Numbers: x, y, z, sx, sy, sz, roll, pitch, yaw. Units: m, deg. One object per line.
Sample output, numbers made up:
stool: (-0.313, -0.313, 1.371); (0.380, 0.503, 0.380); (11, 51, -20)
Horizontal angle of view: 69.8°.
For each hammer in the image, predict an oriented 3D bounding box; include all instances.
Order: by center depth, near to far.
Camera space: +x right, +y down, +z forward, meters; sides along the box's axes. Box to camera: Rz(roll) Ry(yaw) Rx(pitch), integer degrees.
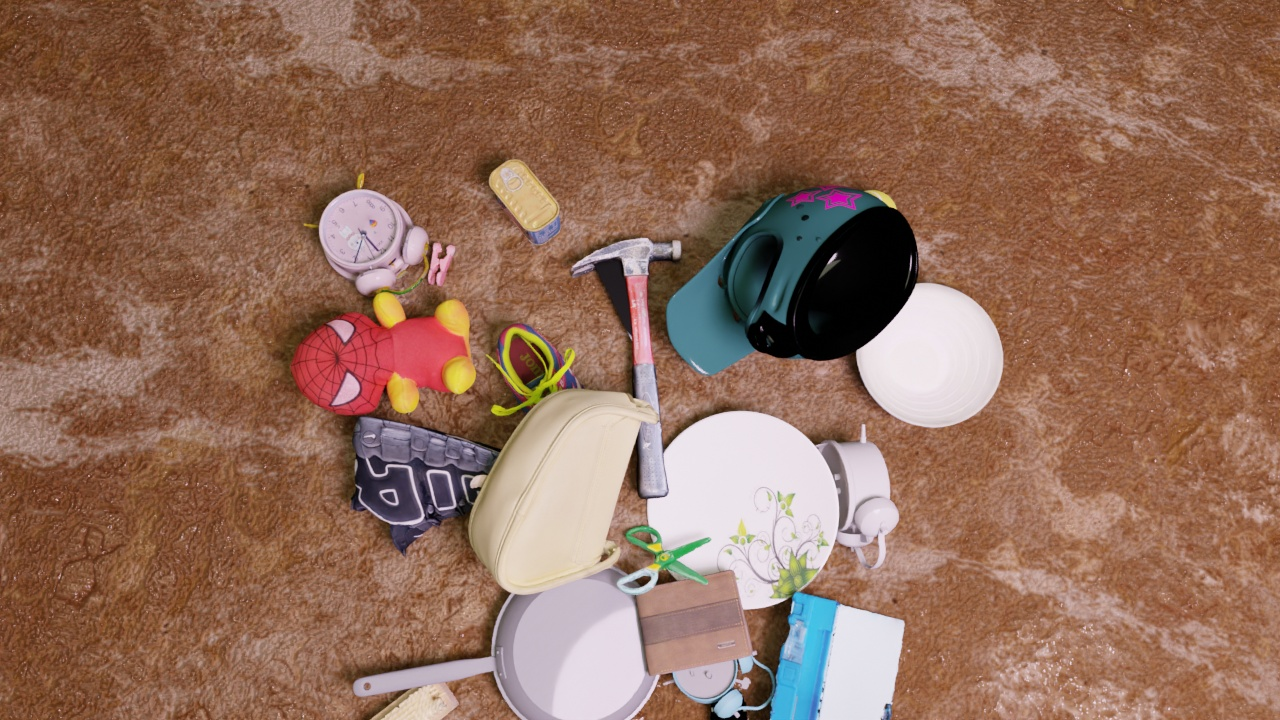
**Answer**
hammer: (-0.006, 0.007, 1.128); (0.140, 0.036, 0.325); (-4, 75, -2)

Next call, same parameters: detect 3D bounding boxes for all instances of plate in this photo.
plate: (0.121, 0.176, 1.089); (0.230, 0.030, 0.229); (-3, 81, 20)

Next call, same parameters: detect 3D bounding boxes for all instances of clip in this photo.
clip: (-0.260, -0.125, 1.171); (0.044, 0.023, 0.060); (31, 79, 11)

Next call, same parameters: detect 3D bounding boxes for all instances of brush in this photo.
brush: (-0.271, 0.412, 1.051); (0.117, 0.039, 0.049); (-36, 81, -11)

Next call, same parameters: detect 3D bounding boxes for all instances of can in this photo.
can: (-0.145, -0.200, 1.166); (0.054, 0.059, 0.100); (-38, 81, -7)

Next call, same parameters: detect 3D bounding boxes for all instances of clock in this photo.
clock: (0.093, 0.359, 1.046); (0.123, 0.042, 0.087); (12, 59, 17)
clock: (0.247, 0.162, 1.064); (0.061, 0.120, 0.159); (-5, 68, -10)
clock: (-0.334, -0.146, 1.155); (0.116, 0.059, 0.158); (-44, 82, -8)

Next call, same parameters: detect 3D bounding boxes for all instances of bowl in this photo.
bowl: (0.346, -0.002, 1.125); (0.176, 0.058, 0.176); (0, 78, 0)

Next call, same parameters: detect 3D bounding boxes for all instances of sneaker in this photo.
sneaker: (-0.233, 0.163, 1.079); (0.252, 0.097, 0.150); (16, 84, 4)
sneaker: (-0.104, 0.066, 1.095); (0.116, 0.091, 0.241); (-31, 81, -8)

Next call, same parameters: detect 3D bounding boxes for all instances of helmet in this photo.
helmet: (0.175, -0.091, 1.072); (0.274, 0.200, 0.176); (-40, 118, -23)

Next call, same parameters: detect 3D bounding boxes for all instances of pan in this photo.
pan: (-0.146, 0.341, 1.044); (0.356, 0.051, 0.200); (-7, 78, -12)

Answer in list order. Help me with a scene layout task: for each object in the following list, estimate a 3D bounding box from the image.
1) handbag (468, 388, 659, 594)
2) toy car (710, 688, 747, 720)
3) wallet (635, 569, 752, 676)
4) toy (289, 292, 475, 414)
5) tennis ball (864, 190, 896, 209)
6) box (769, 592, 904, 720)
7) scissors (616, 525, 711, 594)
handbag: (-0.084, 0.139, 1.027); (0.190, 0.089, 0.233); (13, 97, -40)
toy car: (0.102, 0.424, 1.050); (0.042, 0.036, 0.091); (-2, 55, 2)
wallet: (0.060, 0.297, 1.043); (0.121, 0.027, 0.098); (-10, 74, -3)
toy: (-0.309, -0.001, 1.107); (0.216, 0.099, 0.147); (-8, 68, -3)
tennis ball: (0.290, -0.182, 1.158); (0.065, 0.065, 0.065); (0, 78, 0)
box: (0.205, 0.399, 1.051); (0.170, 0.070, 0.243); (20, 77, -29)
scissors: (0.023, 0.233, 1.060); (0.126, 0.011, 0.129); (23, 48, 36)
